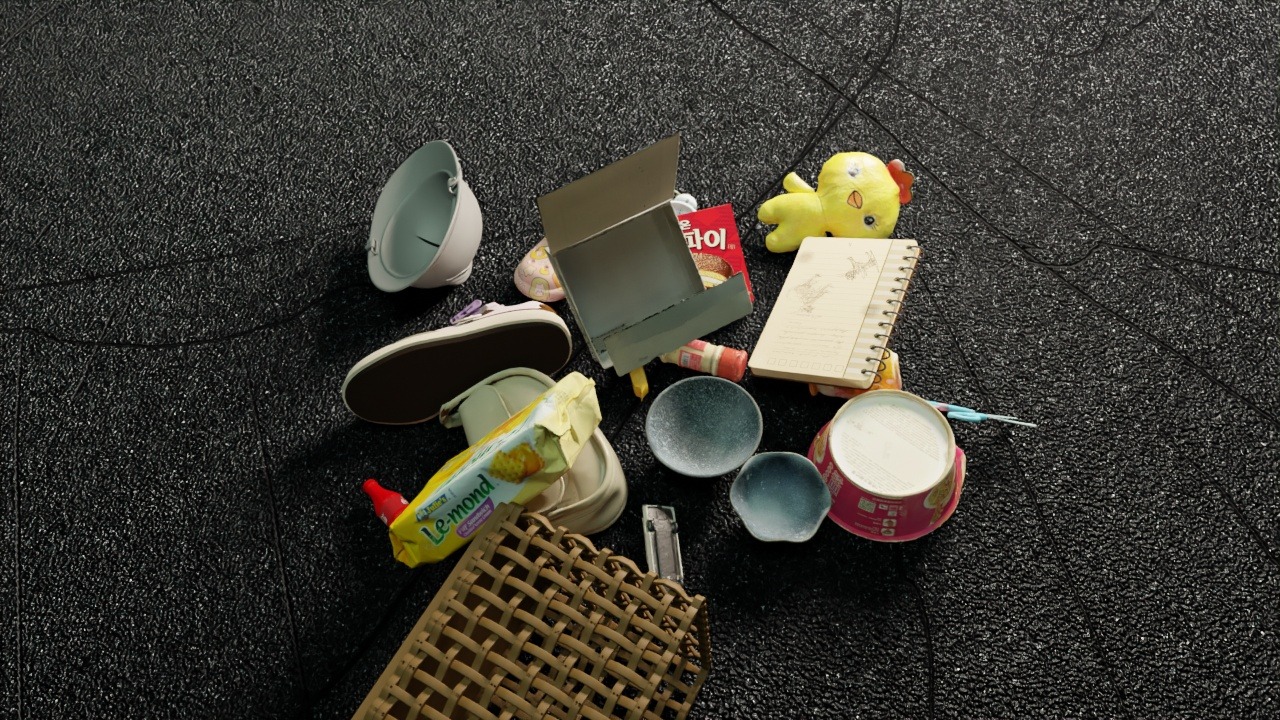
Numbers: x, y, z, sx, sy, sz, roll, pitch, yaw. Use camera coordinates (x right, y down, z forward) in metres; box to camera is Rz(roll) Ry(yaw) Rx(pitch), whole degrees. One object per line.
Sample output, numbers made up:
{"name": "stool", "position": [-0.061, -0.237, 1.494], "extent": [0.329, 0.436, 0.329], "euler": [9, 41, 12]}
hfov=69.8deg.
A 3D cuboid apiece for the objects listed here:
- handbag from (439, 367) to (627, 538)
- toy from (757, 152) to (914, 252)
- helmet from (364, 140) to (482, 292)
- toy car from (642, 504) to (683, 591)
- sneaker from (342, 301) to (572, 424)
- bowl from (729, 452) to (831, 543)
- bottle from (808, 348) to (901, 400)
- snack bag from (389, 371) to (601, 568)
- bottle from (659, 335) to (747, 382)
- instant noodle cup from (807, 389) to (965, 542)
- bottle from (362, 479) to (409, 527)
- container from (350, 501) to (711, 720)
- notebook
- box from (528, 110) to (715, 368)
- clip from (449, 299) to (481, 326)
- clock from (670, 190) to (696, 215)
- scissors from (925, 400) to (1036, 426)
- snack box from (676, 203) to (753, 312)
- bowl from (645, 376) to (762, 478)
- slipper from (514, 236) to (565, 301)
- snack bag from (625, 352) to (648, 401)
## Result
{"name": "handbag", "position": [-0.135, 0.101, 1.079], "extent": [0.184, 0.132, 0.229], "euler": [-25, 55, -2]}
{"name": "toy", "position": [0.267, -0.210, 1.258], "extent": [0.208, 0.092, 0.134], "euler": [-17, 89, 3]}
{"name": "helmet", "position": [-0.281, -0.179, 1.291], "extent": [0.184, 0.117, 0.270], "euler": [-31, 46, 23]}
{"name": "toy car", "position": [0.023, 0.218, 1.029], "extent": [0.039, 0.039, 0.113], "euler": [7, 54, -20]}
{"name": "sneaker", "position": [-0.242, -0.015, 1.189], "extent": [0.293, 0.112, 0.116], "euler": [-19, 35, -5]}
{"name": "bowl", "position": [0.155, 0.162, 1.037], "extent": [0.110, 0.055, 0.110], "euler": [0, 62, 0]}
{"name": "bottle", "position": [0.261, 0.020, 1.120], "extent": [0.109, 0.063, 0.063], "euler": [-8, 55, 16]}
{"name": "snack bag", "position": [-0.147, 0.116, 0.959], "extent": [0.248, 0.068, 0.159], "euler": [-36, 10, 21]}
{"name": "bottle", "position": [0.080, -0.005, 1.169], "extent": [0.109, 0.044, 0.044], "euler": [15, 59, 17]}
{"name": "instant noodle cup", "position": [0.282, 0.109, 1.048], "extent": [0.179, 0.078, 0.178], "euler": [-3, 56, 5]}
{"name": "bottle", "position": [-0.289, 0.182, 1.090], "extent": [0.119, 0.036, 0.036], "euler": [36, 67, 27]}
{"name": "container", "position": [-0.088, 0.318, 0.864], "extent": [0.214, 0.220, 0.251], "euler": [23, 62, 20]}
{"name": "notebook", "position": [0.246, -0.067, 1.139], "extent": [0.168, 0.024, 0.224], "euler": [7, 57, 33]}
{"name": "box", "position": [-0.013, -0.128, 1.047], "extent": [0.167, 0.331, 0.164], "euler": [-26, 70, -6]}
{"name": "clip", "position": [-0.237, -0.063, 1.256], "extent": [0.051, 0.032, 0.013], "euler": [-31, 59, -12]}
{"name": "clock", "position": [0.043, -0.190, 1.287], "extent": [0.083, 0.057, 0.117], "euler": [-12, 63, -1]}
{"name": "scissors", "position": [0.386, 0.062, 1.063], "extent": [0.135, 0.129, 0.015], "euler": [7, 95, 24]}
{"name": "snack box", "position": [0.059, -0.124, 1.218], "extent": [0.152, 0.036, 0.132], "euler": [-13, 86, -2]}
{"name": "bowl", "position": [0.076, 0.091, 1.096], "extent": [0.137, 0.057, 0.136], "euler": [-3, 56, 4]}
{"name": "slipper", "position": [-0.100, -0.165, 1.267], "extent": [0.093, 0.082, 0.196], "euler": [25, 54, 26]}
{"name": "snack bag", "position": [-0.007, 0.007, 1.181], "extent": [0.020, 0.026, 0.099], "euler": [-14, 55, -3]}
